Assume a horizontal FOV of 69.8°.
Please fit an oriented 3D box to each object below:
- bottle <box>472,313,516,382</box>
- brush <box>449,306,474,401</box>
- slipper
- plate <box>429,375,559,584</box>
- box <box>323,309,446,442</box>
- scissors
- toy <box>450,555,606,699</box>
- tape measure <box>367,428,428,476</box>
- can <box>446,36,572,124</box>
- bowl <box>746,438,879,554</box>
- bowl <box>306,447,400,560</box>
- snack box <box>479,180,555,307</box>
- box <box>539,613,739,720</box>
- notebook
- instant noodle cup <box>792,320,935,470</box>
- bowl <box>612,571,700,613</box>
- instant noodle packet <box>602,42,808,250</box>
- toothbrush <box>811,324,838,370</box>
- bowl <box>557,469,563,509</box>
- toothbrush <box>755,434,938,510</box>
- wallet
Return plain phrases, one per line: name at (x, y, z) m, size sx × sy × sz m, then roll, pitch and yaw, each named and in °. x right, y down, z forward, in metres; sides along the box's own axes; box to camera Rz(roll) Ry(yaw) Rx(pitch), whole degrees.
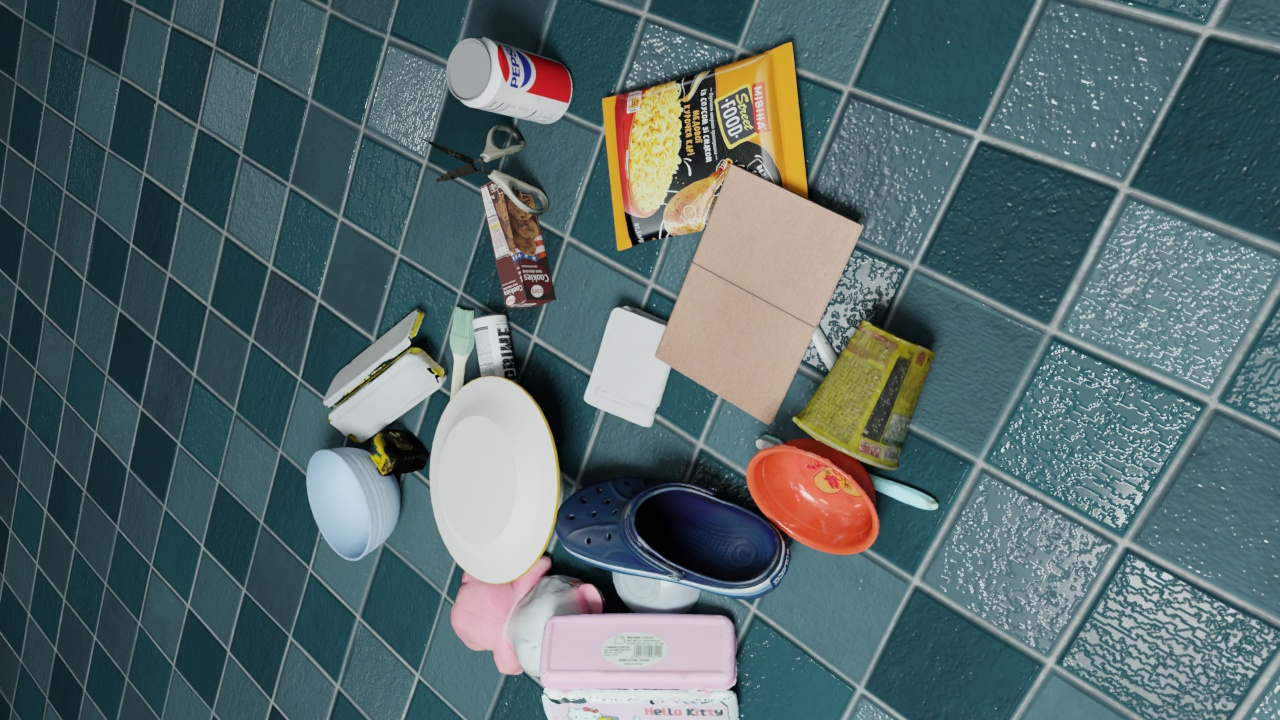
bottle at (-0.169, 0.005, 1.079) m, size 0.041 × 0.041 × 0.116 m, roll -11°, pitch 88°, yaw 34°
brush at (-0.228, 0.042, 1.141) m, size 0.033 × 0.012 × 0.218 m, roll 15°, pitch 103°, yaw 33°
slipper at (0.024, 0.161, 0.908) m, size 0.253 × 0.095 × 0.105 m, roll 8°, pitch 60°, yaw 30°
plate at (-0.173, 0.132, 1.013) m, size 0.230 × 0.021 × 0.229 m, roll -3°, pitch 86°, yaw 43°
box at (-0.330, 0.022, 1.199) m, size 0.211 × 0.079 × 0.084 m, roll -31°, pitch 117°, yaw 35°
scissors at (-0.161, -0.212, 1.002) m, size 0.013 × 0.157 × 0.169 m, roll -30°, pitch 122°, yaw 35°
toy at (-0.124, 0.298, 1.046) m, size 0.213 × 0.084 × 0.142 m, roll 10°, pitch 93°, yaw 34°
tape measure at (-0.310, 0.114, 1.173) m, size 0.062 × 0.067 × 0.038 m, roll 41°, pitch 117°, yaw 35°
can at (-0.137, -0.296, 0.977) m, size 0.070 × 0.131 × 0.070 m, roll 3°, pitch 95°, yaw 34°
bowl at (0.164, 0.115, 0.837) m, size 0.130 × 0.045 × 0.131 m, roll 26°, pitch 141°, yaw 23°
bowl at (-0.364, 0.178, 1.199) m, size 0.151 × 0.074 × 0.151 m, roll 14°, pitch 112°, yaw 39°
snack box at (-0.139, -0.133, 1.041) m, size 0.032 × 0.050 × 0.141 m, roll -16°, pitch 85°, yaw 34°
box at (0.000, 0.327, 0.951) m, size 0.201 × 0.103 × 0.100 m, roll -2°, pitch 50°, yaw 7°
notebook at (0.106, -0.062, 0.877) m, size 0.141 × 0.008 × 0.209 m, roll 31°, pitch 114°, yaw 24°
instant noodle cup at (0.200, 0.027, 0.801) m, size 0.102 × 0.102 × 0.108 m, roll 30°, pitch 101°, yaw 29°
bowl at (0.010, 0.228, 0.975) m, size 0.106 × 0.039 × 0.106 m, roll 3°, pitch 96°, yaw 34°
instant noodle packet at (0.058, -0.206, 0.911) m, size 0.221 × 0.032 × 0.160 m, roll -5°, pitch 91°, yaw 35°
toothbrush at (0.147, -0.052, 0.874) m, size 0.017 × 0.016 × 0.189 m, roll -42°, pitch 70°, yaw 40°
bowl at (-0.140, 0.146, 1.055) m, size 0.116 × 0.065 × 0.116 m, roll 3°, pitch 95°, yaw 34°
toothbrush at (0.190, 0.104, 0.858) m, size 0.181 × 0.016 × 0.016 m, roll 19°, pitch 110°, yaw 31°
wallet at (-0.006, 0.006, 0.977) m, size 0.086 × 0.032 × 0.116 m, roll 27°, pitch 106°, yaw 19°
